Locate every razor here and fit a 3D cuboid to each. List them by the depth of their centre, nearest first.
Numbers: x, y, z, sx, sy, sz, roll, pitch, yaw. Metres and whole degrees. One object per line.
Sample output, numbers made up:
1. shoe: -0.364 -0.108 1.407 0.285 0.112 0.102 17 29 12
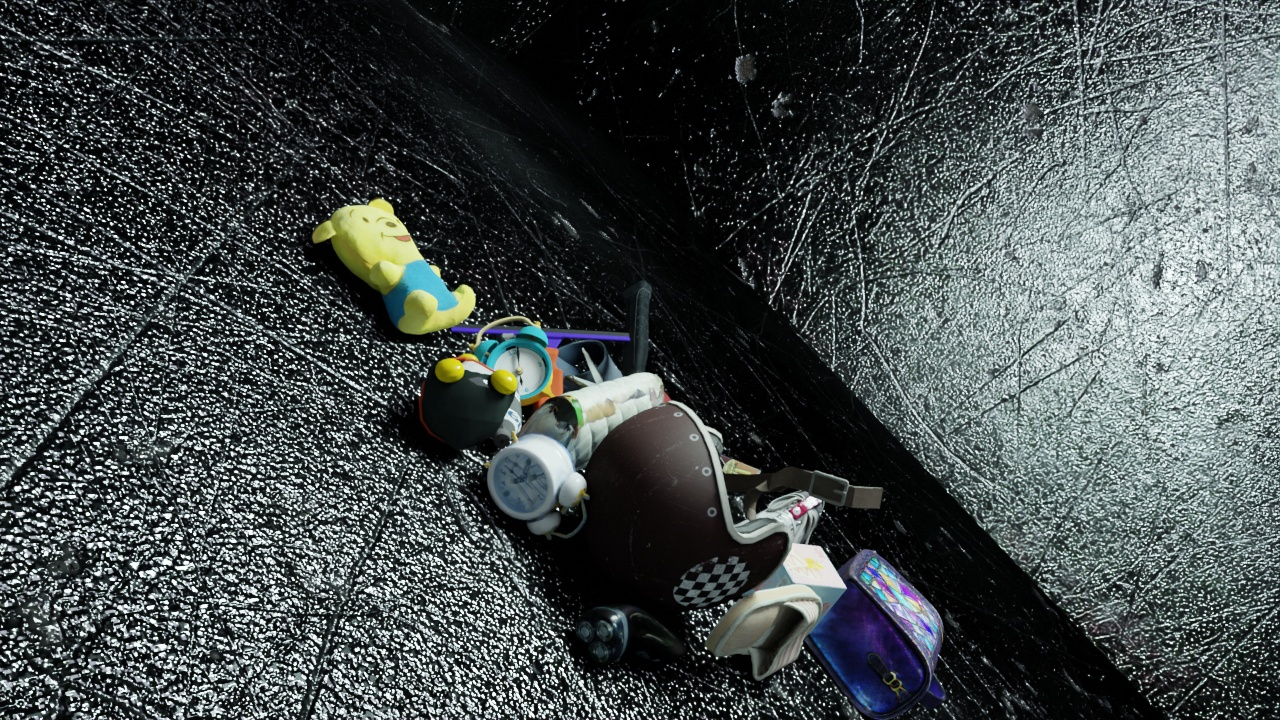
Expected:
1. razor: -0.005 0.284 0.926 0.140 0.053 0.063 35 51 -40

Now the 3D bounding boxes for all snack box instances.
1. snack box: 0.203 0.305 1.234 0.094 0.093 0.079 13 30 -30
2. snack box: 0.091 0.151 1.421 0.101 0.031 0.185 16 -7 45

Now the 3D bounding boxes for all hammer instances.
1. hammer: -0.008 0.008 1.294 0.025 0.118 0.332 39 36 -32

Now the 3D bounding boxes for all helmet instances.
1. helmet: 0.062 0.163 1.021 0.253 0.234 0.233 7 27 -27

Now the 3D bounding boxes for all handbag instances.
1. handbag: -0.060 0.082 1.095 0.072 0.139 0.194 49 31 16
2. handbag: 0.346 0.398 1.307 0.222 0.126 0.204 48 17 15

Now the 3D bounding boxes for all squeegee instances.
1. squeegee: -0.126 0.034 1.227 0.249 0.055 0.184 3 48 -16

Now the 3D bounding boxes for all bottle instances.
1. bottle: -0.166 0.066 1.099 0.047 0.047 0.112 35 18 -23

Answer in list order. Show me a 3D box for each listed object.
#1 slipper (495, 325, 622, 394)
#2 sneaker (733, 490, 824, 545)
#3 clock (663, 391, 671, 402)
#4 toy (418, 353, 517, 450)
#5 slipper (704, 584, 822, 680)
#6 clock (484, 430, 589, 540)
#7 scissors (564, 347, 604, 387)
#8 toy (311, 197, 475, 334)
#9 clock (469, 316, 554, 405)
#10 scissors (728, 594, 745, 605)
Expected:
1. slipper: -0.090 0.008 1.359 0.263 0.083 0.101 31 22 -33
2. sneaker: 0.210 0.248 1.366 0.097 0.129 0.262 47 19 18
3. clock: 0.018 0.076 1.500 0.124 0.044 0.087 48 17 17
4. toy: -0.197 0.043 1.007 0.097 0.100 0.119 13 5 -24
5. slipper: 0.158 0.324 1.089 0.052 0.115 0.262 40 8 32
6. clock: -0.107 0.136 0.985 0.125 0.089 0.051 43 22 9
7. scissors: -0.028 0.077 1.317 0.199 0.015 0.179 15 61 -38
8. toy: -0.312 -0.116 1.155 0.214 0.084 0.148 44 15 12
9. clock: -0.161 0.003 1.187 0.044 0.099 0.129 100 -32 -67
10. scissors: 0.087 0.267 1.236 0.141 0.014 0.164 34 18 -20
